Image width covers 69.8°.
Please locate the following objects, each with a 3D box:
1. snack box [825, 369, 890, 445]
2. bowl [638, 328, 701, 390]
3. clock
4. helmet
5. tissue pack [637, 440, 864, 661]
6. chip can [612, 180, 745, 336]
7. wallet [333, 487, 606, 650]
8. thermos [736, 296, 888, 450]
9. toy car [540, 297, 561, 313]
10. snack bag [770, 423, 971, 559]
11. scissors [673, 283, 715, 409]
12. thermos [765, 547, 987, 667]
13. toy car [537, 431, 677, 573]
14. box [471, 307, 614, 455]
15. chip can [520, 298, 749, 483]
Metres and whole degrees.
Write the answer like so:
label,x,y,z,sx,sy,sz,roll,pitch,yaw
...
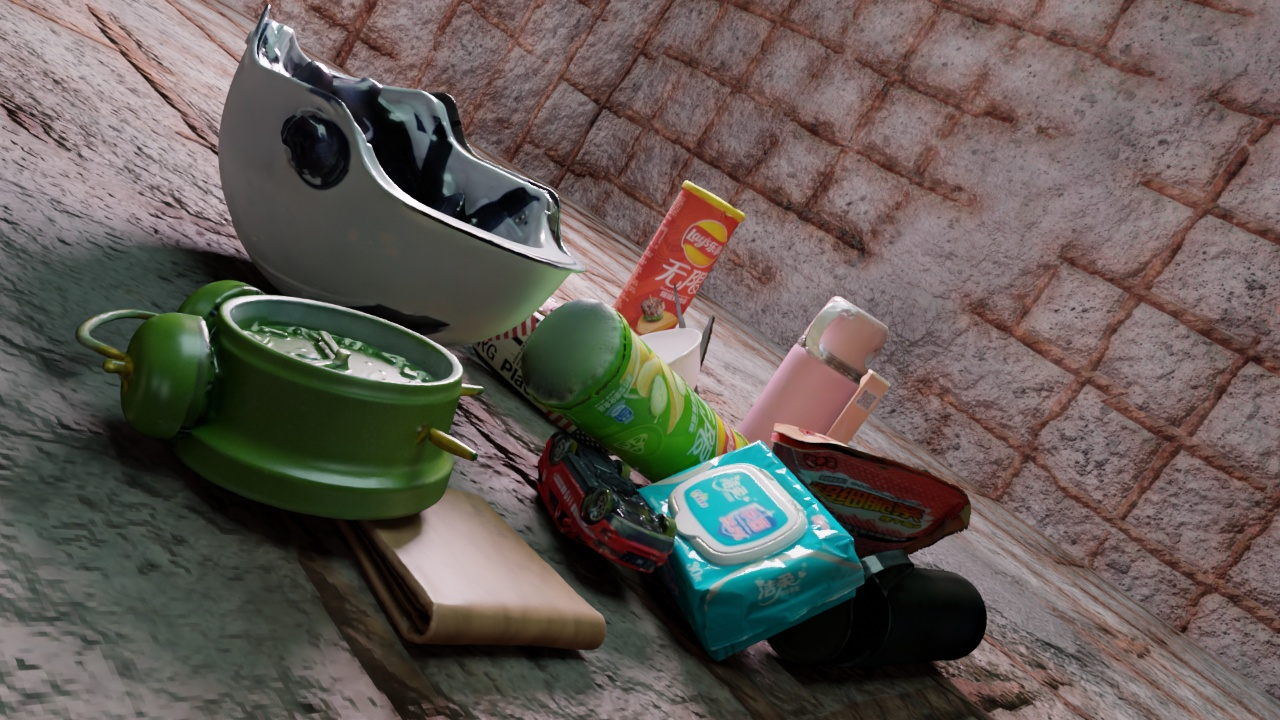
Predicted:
label,x,y,z,sx,sy,sz,roll,pitch,yaw
snack box,0.171,0.067,0.898,0.026,0.157,0.084,32,9,-20
bowl,0.007,0.023,0.822,0.118,0.118,0.065,-112,-177,-74
clock,-0.147,0.010,0.384,0.161,0.056,0.116,17,11,-12
helmet,-0.172,-0.093,0.611,0.258,0.146,0.228,45,16,17
tissue pack,0.054,0.100,0.523,0.133,0.093,0.050,-132,-155,-59
chip can,0.021,-0.074,0.937,0.073,0.217,0.073,31,9,-6
wallet,-0.081,0.084,0.399,0.115,0.020,0.101,37,8,39
thermos,0.129,0.039,0.775,0.067,0.199,0.087,41,14,33
toy car,-0.096,-0.029,0.814,0.037,0.056,0.122,28,9,10
snack bag,0.143,0.101,0.636,0.128,0.073,0.208,24,-20,12
scissors,0.050,0.018,0.866,0.014,0.181,0.159,-15,65,-21
thermos,0.173,0.165,0.613,0.242,0.090,0.068,21,35,-52
toy car,-0.023,0.081,0.515,0.053,0.045,0.120,27,5,-28
box,-0.065,0.011,0.695,0.163,0.076,0.073,38,6,12
chip can,0.006,0.038,0.607,0.072,0.072,0.221,41,-1,39
